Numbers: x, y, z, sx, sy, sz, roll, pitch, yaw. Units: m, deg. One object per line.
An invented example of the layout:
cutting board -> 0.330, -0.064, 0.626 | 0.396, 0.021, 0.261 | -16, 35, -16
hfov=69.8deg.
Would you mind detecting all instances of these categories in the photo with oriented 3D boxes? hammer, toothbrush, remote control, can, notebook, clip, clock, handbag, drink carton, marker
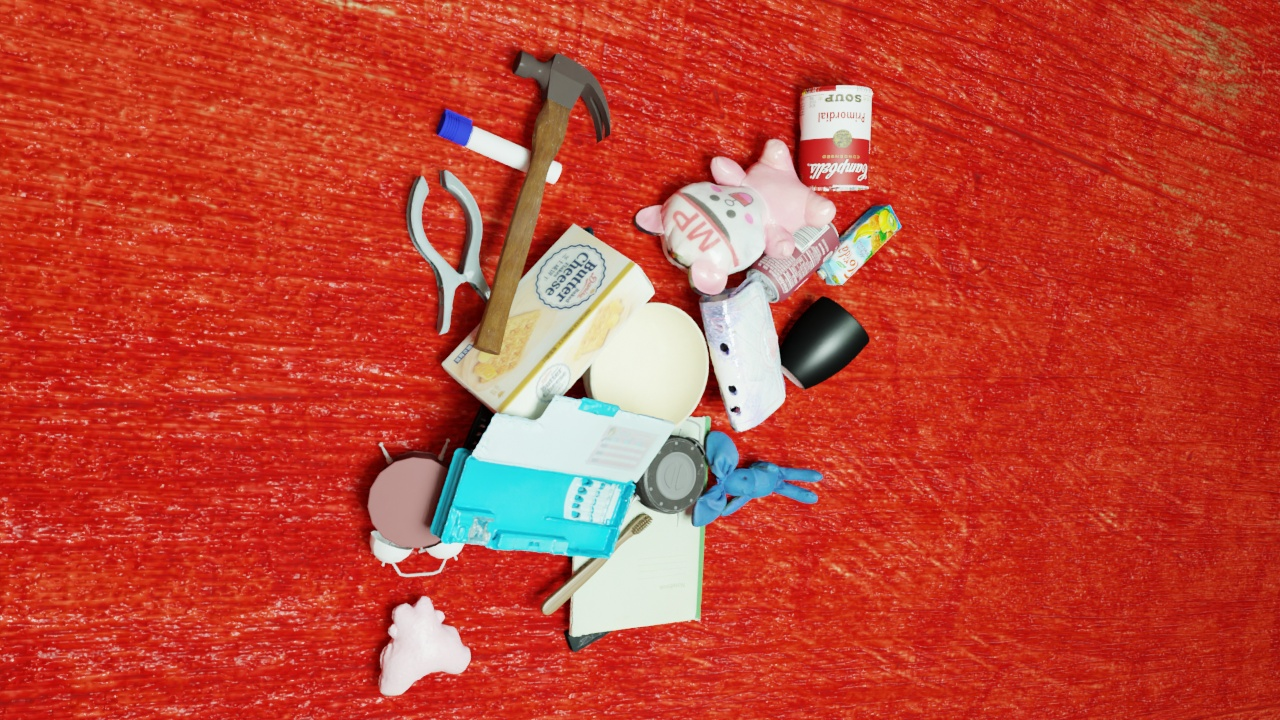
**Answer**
hammer -> -0.113, -0.162, 0.941 | 0.115, 0.033, 0.322 | 20, 76, -26
toothbrush -> -0.048, 0.230, 1.042 | 0.166, 0.016, 0.016 | -39, 112, -23
remote control -> -0.179, 0.116, 0.988 | 0.047, 0.022, 0.150 | 25, 87, -28
hammer -> -0.087, 0.173, 1.047 | 0.094, 0.015, 0.325 | -24, 106, -23
can -> 0.186, -0.126, 1.120 | 0.114, 0.063, 0.063 | -43, 113, -16
notebook -> 0.003, 0.191, 1.086 | 0.181, 0.010, 0.252 | 2, 92, -31
clip -> -0.208, -0.108, 0.940 | 0.107, 0.028, 0.163 | -23, 106, -22
clock -> -0.229, 0.152, 0.938 | 0.096, 0.048, 0.137 | -3, 95, -10
handbag -> 0.121, -0.013, 1.063 | 0.126, 0.069, 0.159 | -47, 127, -63
can -> 0.235, -0.267, 1.114 | 0.086, 0.087, 0.116 | -4, 99, -27
clock -> 0.031, 0.126, 1.067 | 0.091, 0.044, 0.122 | 20, 81, -30
drink carton -> 0.278, -0.148, 1.180 | 0.128, 0.039, 0.044 | -43, 113, -17
marker -> -0.146, -0.222, 0.959 | 0.133, 0.023, 0.027 | 19, 66, -28

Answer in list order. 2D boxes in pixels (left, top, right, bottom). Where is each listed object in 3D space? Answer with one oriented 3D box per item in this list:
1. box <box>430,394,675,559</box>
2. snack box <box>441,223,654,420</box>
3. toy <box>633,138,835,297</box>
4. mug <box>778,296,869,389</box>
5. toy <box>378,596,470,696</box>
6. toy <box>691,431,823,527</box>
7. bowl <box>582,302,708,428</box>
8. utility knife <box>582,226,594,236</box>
box -> -0.087, 0.116, 0.953 | 0.226, 0.056, 0.185 | 16, 103, -42
snack box -> -0.094, -0.034, 0.950 | 0.207, 0.104, 0.057 | -48, 146, -8
toy -> 0.111, -0.163, 1.058 | 0.212, 0.084, 0.142 | -33, 81, -22
mug -> 0.227, -0.009, 1.157 | 0.100, 0.085, 0.119 | -45, 145, -2
toy -> -0.232, 0.296, 0.965 | 0.099, 0.053, 0.096 | -14, 100, -25
toy -> 0.137, 0.144, 1.128 | 0.176, 0.071, 0.113 | 2, 98, -24
bowl -> -0.006, 0.006, 1.029 | 0.150, 0.075, 0.151 | -7, 103, -31
utility knife -> -0.065, -0.068, 1.028 | 0.030, 0.017, 0.163 | -1, 100, -18
